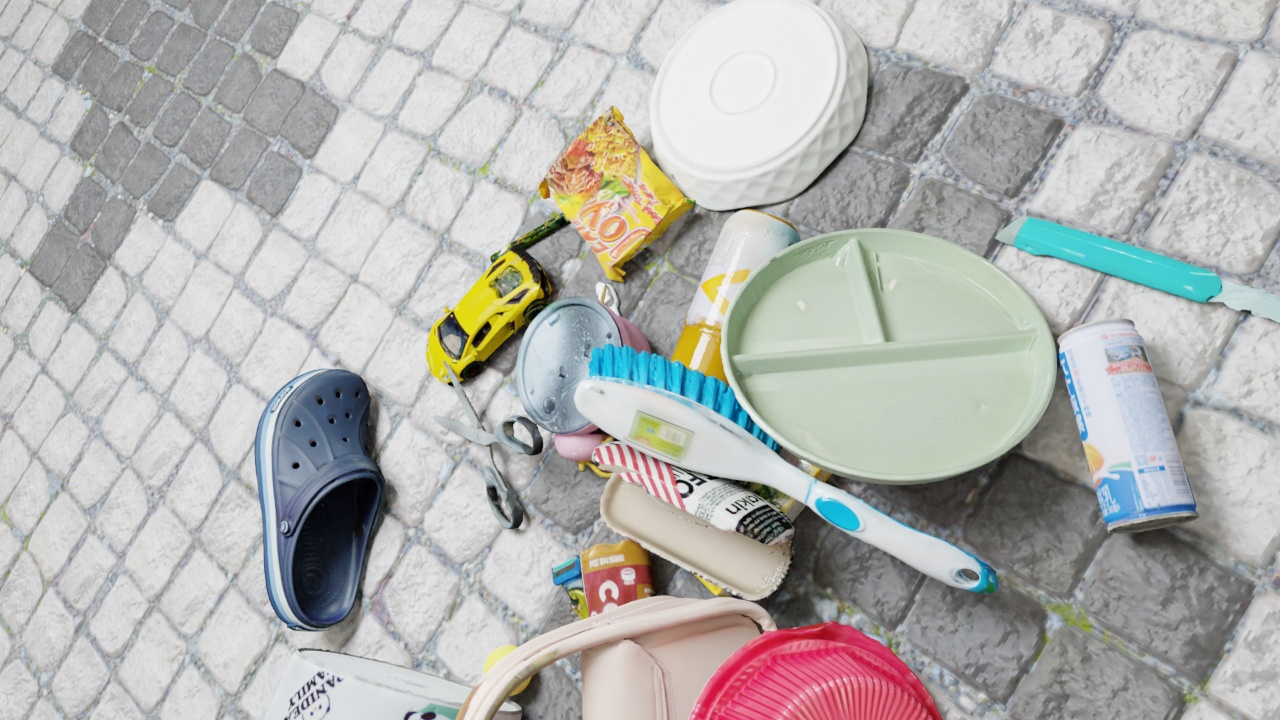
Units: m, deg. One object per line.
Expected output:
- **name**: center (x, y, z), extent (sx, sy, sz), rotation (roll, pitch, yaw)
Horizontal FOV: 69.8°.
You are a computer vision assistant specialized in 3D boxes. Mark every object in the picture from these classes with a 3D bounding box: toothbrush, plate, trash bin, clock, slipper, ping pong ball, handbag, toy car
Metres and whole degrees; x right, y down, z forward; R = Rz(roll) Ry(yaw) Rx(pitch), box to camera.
- **toothbrush**: center (-0.070, -0.140, 0.882), extent (0.186, 0.017, 0.012), rotation (-28, 98, 17)
- **plate**: center (0.096, -0.236, 0.812), extent (0.205, 0.045, 0.204), rotation (-8, 71, 25)
- **trash bin**: center (-0.212, 0.364, 0.684), extent (0.230, 0.229, 0.251), rotation (6, 71, 28)
- **clock**: center (-0.039, 0.023, 0.780), extent (0.117, 0.059, 0.158), rotation (-35, 62, 27)
- **slipper**: center (-0.295, 0.123, 0.861), extent (0.095, 0.105, 0.252), rotation (-11, 71, 31)
- **plate**: center (0.173, -0.008, 0.656), extent (0.230, 0.027, 0.229), rotation (-4, 52, 5)
- **toothbrush**: center (-0.005, 0.005, 0.803), extent (0.016, 0.016, 0.180), rotation (-34, 62, 24)
- **ping pong ball**: center (-0.110, 0.257, 0.761), extent (0.040, 0.040, 0.040), rotation (-9, 70, 25)
- **handbag**: center (-0.014, 0.256, 0.599), extent (0.094, 0.233, 0.193), rotation (-23, 67, 52)
- **toy car**: center (-0.150, -0.040, 0.878), extent (0.156, 0.041, 0.071), rotation (-43, 60, 10)

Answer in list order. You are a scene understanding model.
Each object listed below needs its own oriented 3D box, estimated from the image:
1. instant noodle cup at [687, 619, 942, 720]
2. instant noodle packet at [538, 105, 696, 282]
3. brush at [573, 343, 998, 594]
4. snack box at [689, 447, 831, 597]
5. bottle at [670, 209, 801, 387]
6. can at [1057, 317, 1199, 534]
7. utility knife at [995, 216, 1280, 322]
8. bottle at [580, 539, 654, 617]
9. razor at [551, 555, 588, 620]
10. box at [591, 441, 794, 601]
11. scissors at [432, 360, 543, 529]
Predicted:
- **instant noodle cup**: center (0.122, 0.262, 0.567), extent (0.193, 0.066, 0.193), rotation (3, 73, -11)
- **instant noodle packet**: center (-0.025, -0.149, 0.834), extent (0.111, 0.044, 0.128), rotation (-42, 74, 19)
- **brush**: center (0.094, 0.074, 0.651), extent (0.314, 0.109, 0.061), rotation (22, 110, 6)
- **snack box**: center (0.078, 0.104, 0.720), extent (0.087, 0.033, 0.140), rotation (40, 96, 31)
- **bottle**: center (0.070, -0.027, 0.744), extent (0.068, 0.068, 0.189), rotation (19, 84, 31)
- **can**: center (0.317, 0.042, 0.603), extent (0.053, 0.053, 0.134), rotation (-15, 68, 22)
- **utility knife**: center (0.359, -0.060, 0.638), extent (0.222, 0.013, 0.029), rotation (27, 86, 33)
- **bottle**: center (-0.009, 0.230, 0.708), extent (0.058, 0.057, 0.174), rotation (-17, 67, 21)
- **razor**: center (-0.039, 0.231, 0.745), extent (0.043, 0.022, 0.142), rotation (-40, 59, 48)
- **box**: center (0.034, 0.119, 0.680), extent (0.162, 0.076, 0.087), rotation (19, 108, 28)
- **scissors**: center (-0.141, 0.073, 0.830), extent (0.181, 0.014, 0.159), rotation (-9, 89, 50)
